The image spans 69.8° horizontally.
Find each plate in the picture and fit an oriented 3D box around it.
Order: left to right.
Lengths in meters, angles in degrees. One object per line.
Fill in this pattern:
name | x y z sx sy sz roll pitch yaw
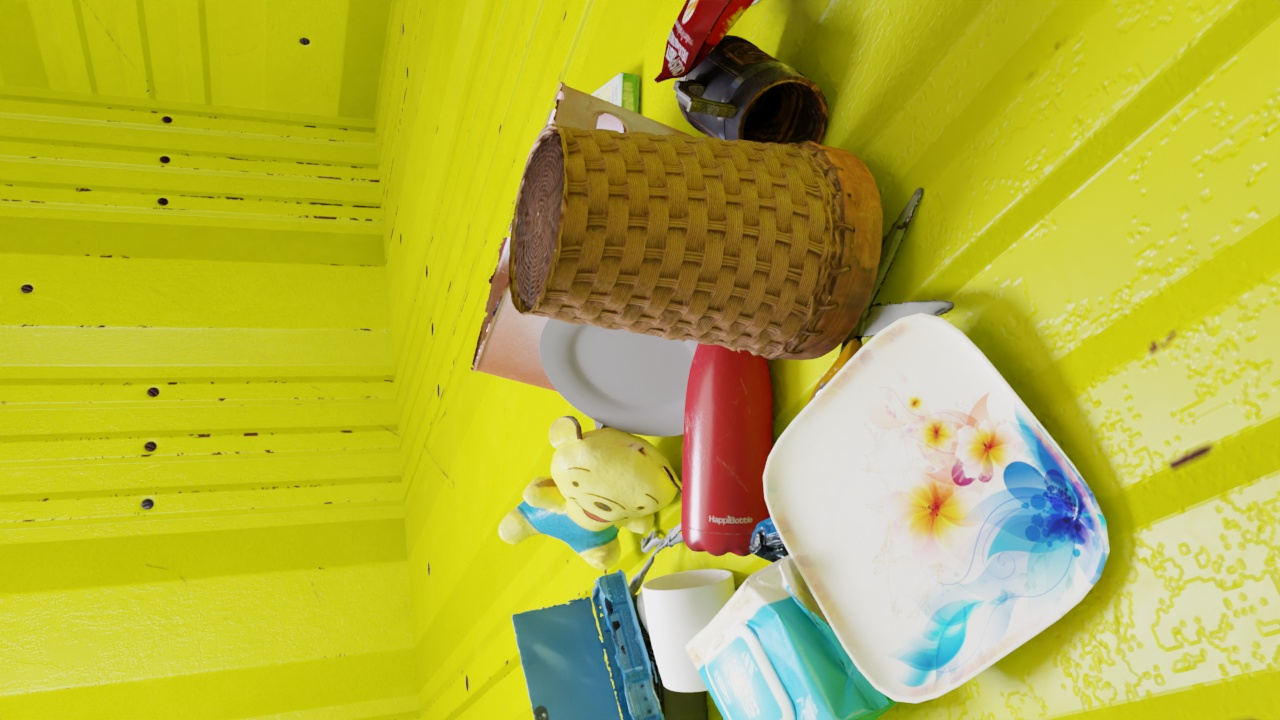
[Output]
plate | -0.005 0.005 0.831 0.179 0.178 0.012 116 175 -47
plate | 0.161 0.086 0.538 0.187 0.016 0.186 -53 51 34

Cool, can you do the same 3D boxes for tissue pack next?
tissue pack | 0.098 0.224 0.662 0.117 0.066 0.210 60 154 23

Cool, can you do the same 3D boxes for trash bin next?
trash bin | -0.050 -0.099 0.880 0.261 0.157 0.181 121 160 -43
trash bin | 0.029 -0.083 0.608 0.151 0.210 0.151 -174 91 -68

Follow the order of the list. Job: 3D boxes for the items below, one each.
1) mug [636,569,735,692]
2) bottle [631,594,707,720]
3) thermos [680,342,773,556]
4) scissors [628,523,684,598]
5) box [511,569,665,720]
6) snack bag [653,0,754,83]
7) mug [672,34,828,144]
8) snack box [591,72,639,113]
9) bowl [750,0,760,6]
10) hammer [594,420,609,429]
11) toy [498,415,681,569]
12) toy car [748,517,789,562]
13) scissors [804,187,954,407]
mug | 0.037 0.237 0.816 0.114 0.080 0.087 -11 86 51
bottle | 0.028 0.318 0.893 0.084 0.046 0.173 159 109 -66
thermos | 0.072 0.036 0.749 0.073 0.073 0.240 -172 83 -67
scissors | 0.027 0.176 0.920 0.142 0.014 0.146 -55 7 16
box | -0.041 0.322 0.833 0.094 0.112 0.231 110 146 -62
snack bag | 0.070 -0.292 0.660 0.208 0.066 0.138 -50 20 19
mug | 0.069 -0.198 0.701 0.107 0.115 0.080 -124 43 -51
snack box | -0.044 -0.252 1.083 0.168 0.027 0.132 -175 86 -68
bowl | 0.070 -0.358 0.759 0.116 0.065 0.116 179 90 -67
hammer | 0.018 0.020 0.930 0.315 0.035 0.137 131 134 -57
toy | -0.047 0.136 0.956 0.215 0.149 0.083 123 162 -46
toy car | 0.126 0.121 0.651 0.120 0.056 0.043 -40 32 55
scissors | 0.135 -0.020 0.642 0.229 0.016 0.225 -122 50 -63
